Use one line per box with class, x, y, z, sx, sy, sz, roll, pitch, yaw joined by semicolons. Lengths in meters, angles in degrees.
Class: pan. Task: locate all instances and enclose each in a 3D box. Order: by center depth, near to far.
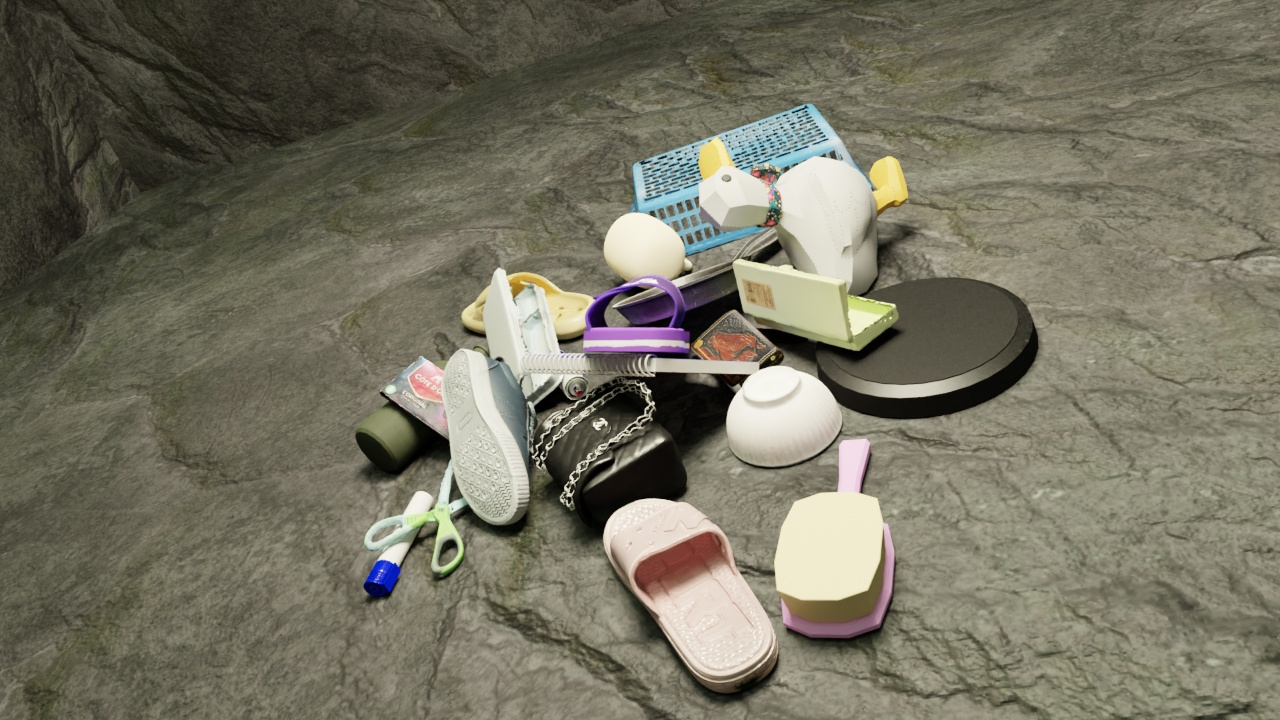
pan;0.245;-0.027;1.011;0.357;0.034;0.224;7;41;38
pan;0.114;-0.125;1.219;0.355;0.055;0.188;-25;8;-36

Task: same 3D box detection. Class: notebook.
notebook;-0.006;0.006;1.009;0.171;0.022;0.210;2;-1;-45

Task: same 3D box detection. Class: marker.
marker;-0.255;0.193;0.980;0.027;0.023;0.132;-10;32;20

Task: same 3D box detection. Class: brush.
brush;0.172;0.134;0.787;0.089;0.043;0.228;-7;33;24

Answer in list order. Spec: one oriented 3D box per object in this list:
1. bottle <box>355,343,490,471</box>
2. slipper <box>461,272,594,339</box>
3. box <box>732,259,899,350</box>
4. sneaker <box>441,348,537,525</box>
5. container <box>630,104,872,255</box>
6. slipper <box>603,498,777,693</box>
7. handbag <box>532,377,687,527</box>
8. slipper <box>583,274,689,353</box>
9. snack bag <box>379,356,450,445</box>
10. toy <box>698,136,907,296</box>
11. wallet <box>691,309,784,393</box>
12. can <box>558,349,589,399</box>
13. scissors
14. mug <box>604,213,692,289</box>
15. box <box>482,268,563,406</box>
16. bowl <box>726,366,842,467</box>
bottle;-0.266;0.051;1.170;0.072;0.071;0.206;6;40;39
slipper;-0.164;-0.089;1.327;0.262;0.079;0.111;10;39;41
box;0.193;-0.070;1.014;0.083;0.091;0.188;-20;23;-24
sneaker;-0.156;0.083;1.023;0.089;0.087;0.235;-46;49;30
container;0.149;-0.286;1.431;0.362;0.089;0.256;-18;31;7
slipper;0.035;0.178;0.783;0.094;0.064;0.239;-28;32;-11
handbag;-0.044;0.084;0.934;0.125;0.115;0.154;-30;35;-14
slipper;0.003;-0.051;1.014;0.107;0.084;0.266;0;0;10
snack bag;-0.234;0.058;1.113;0.155;0.018;0.074;32;52;15
toy;0.202;-0.179;1.135;0.267;0.141;0.246;-13;67;-27
wallet;0.111;-0.010;1.064;0.072;0.019;0.123;-42;32;2
can;-0.095;0.016;1.155;0.032;0.032;0.095;-28;31;-11
scissors;-0.221;0.163;0.988;0.160;0.025;0.171;-8;34;-1
mug;0.021;-0.148;1.295;0.120;0.096;0.100;10;18;-31
box;-0.149;-0.017;1.189;0.083;0.123;0.215;2;44;-22
bowl;0.139;0.047;0.928;0.118;0.062;0.118;-16;31;9
